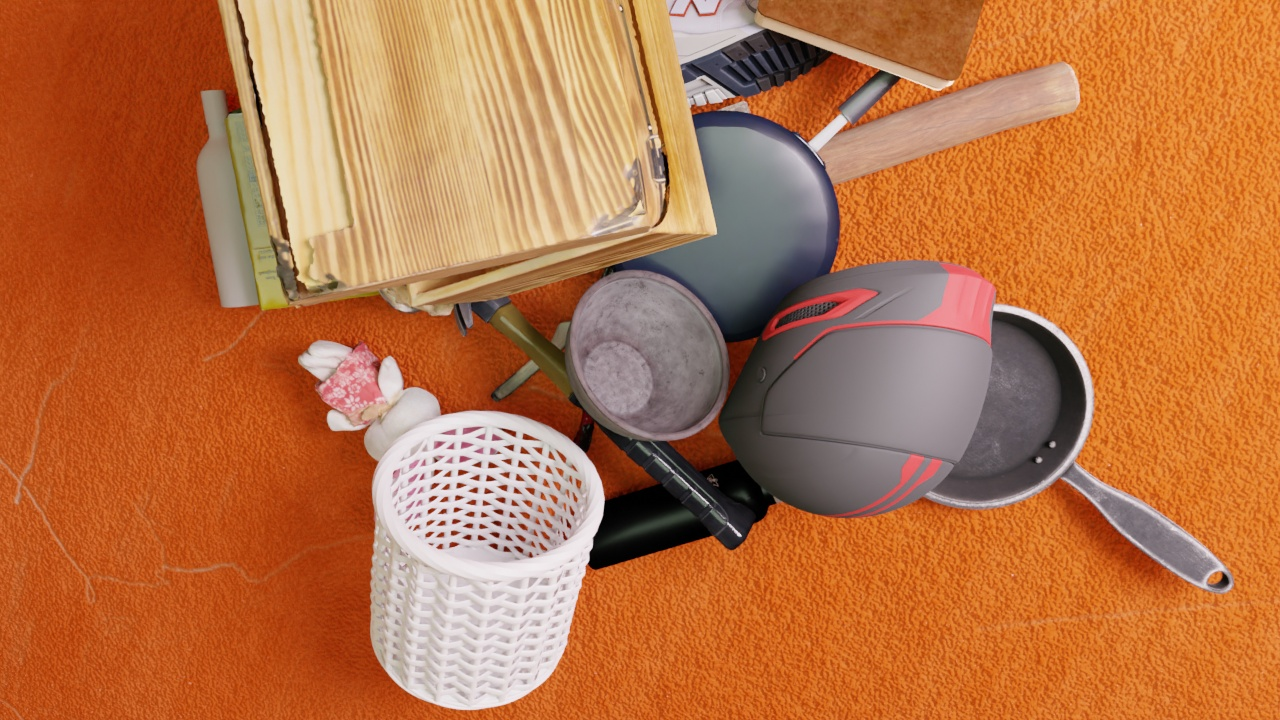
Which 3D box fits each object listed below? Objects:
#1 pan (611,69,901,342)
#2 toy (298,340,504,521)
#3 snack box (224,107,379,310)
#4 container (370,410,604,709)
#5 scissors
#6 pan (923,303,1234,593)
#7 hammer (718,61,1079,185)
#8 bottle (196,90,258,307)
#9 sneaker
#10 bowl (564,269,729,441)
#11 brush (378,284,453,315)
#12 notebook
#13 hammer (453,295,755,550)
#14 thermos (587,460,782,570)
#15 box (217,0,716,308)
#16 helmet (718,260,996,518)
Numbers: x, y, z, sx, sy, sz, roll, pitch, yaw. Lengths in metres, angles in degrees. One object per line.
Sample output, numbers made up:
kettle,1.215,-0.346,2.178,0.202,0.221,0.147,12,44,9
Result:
pan,0.124,-0.159,0.754,0.357,0.021,0.199,-42,101,17
toy,-0.239,0.053,0.871,0.159,0.084,0.194,-37,103,12
snack box,-0.300,-0.143,0.838,0.121,0.045,0.181,-10,102,-10
container,-0.141,0.174,0.809,0.189,0.188,0.187,17,126,3
scissors,-0.061,-0.001,0.870,0.179,0.015,0.195,-9,101,10
pan,0.368,0.090,0.812,0.357,0.055,0.187,35,106,-2
hammer,0.216,-0.179,0.777,0.301,0.037,0.158,-17,101,12
bottle,-0.381,-0.150,0.857,0.052,0.052,0.195,-3,103,8
sneaker,0.039,-0.278,0.749,0.239,0.089,0.124,-20,74,-6
bowl,-0.005,0.005,0.760,0.145,0.144,0.067,47,146,-5
brush,-0.219,-0.171,0.809,0.057,0.083,0.271,3,110,46
notebook,0.191,-0.331,0.702,0.167,0.024,0.225,20,78,2
hammer,-0.033,0.041,0.803,0.333,0.117,0.025,43,117,3
thermos,0.055,0.137,0.863,0.231,0.061,0.061,-19,100,12
box,-0.111,-0.192,0.600,0.270,0.263,0.279,-12,88,31
helmet,0.167,0.039,0.731,0.164,0.265,0.169,13,71,-27
